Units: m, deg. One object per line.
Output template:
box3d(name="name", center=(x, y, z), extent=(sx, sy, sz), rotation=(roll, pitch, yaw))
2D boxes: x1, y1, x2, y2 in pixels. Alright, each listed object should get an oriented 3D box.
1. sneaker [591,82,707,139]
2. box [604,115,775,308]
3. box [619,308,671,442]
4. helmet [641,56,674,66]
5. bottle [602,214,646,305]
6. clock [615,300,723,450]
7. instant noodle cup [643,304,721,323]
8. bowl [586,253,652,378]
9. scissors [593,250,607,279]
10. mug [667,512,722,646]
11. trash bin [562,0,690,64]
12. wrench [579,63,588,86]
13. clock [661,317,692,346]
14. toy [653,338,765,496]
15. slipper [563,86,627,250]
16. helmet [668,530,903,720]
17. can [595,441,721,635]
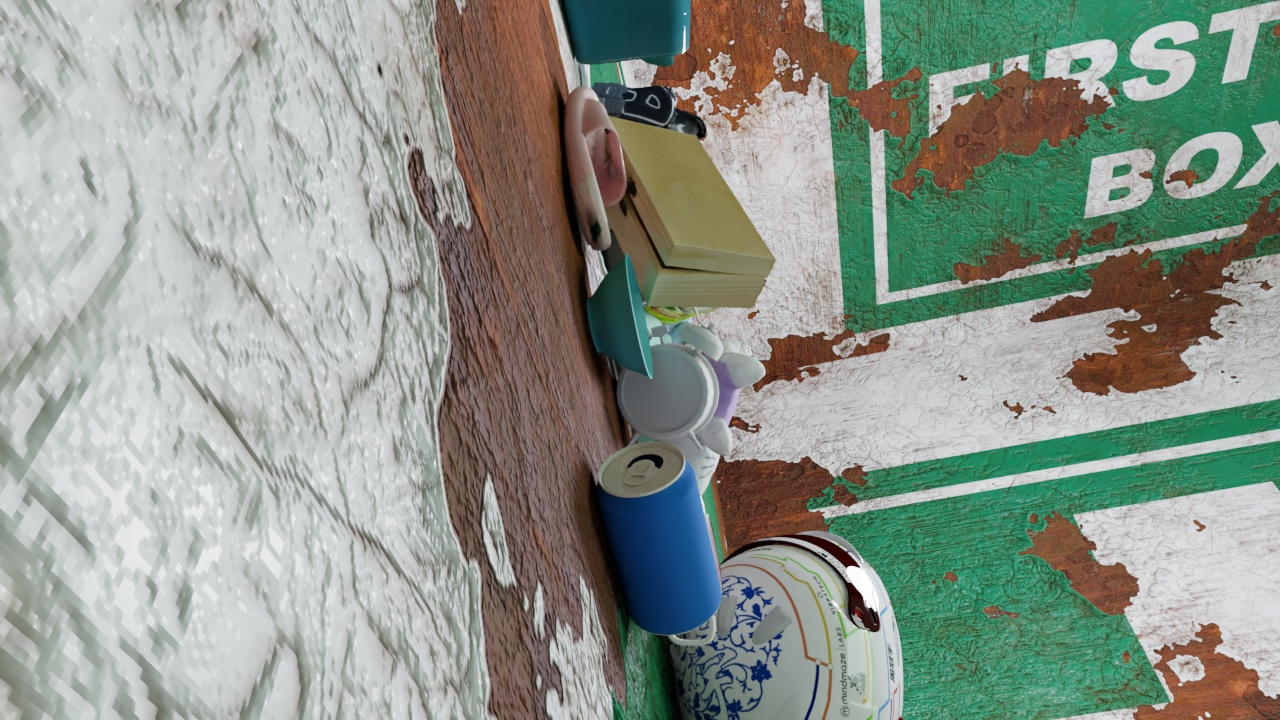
box3d(name="sneaker", center=(0.016, -0.278, 1.220), extent=(0.097, 0.151, 0.252), rotation=(73, 10, -55))
box3d(name="box", center=(0.039, -0.165, 0.997), extent=(0.248, 0.128, 0.092), rotation=(-112, -153, -43))
box3d(name="box", center=(-0.003, 0.007, 1.098), extent=(0.112, 0.078, 0.187), rotation=(45, 18, -22))
box3d(name="helmet", center=(0.000, -0.586, 1.450), extent=(0.176, 0.200, 0.274), rotation=(36, 8, 18))
box3d(name="bottle", center=(-0.013, -0.121, 1.085), extent=(0.060, 0.060, 0.108), rotation=(-87, 165, -69))
box3d(name="clock", center=(0.027, 0.013, 0.959), extent=(0.061, 0.120, 0.159), rotation=(9, 81, -79))
box3d(name="instant noodle cup", center=(0.055, -0.119, 1.166), extent=(0.098, 0.146, 0.146), rotation=(10, -66, 61))
box3d(name="bowl", center=(-0.023, -0.038, 0.876), extent=(0.121, 0.046, 0.121), rotation=(-9, 89, -85))
box3d(name="scissors", center=(-0.025, -0.061, 1.012), extent=(0.127, 0.014, 0.127), rotation=(60, 16, -53))
box3d(name="mug", center=(0.035, 0.200, 0.842), extent=(0.090, 0.076, 0.123), rotation=(58, 22, -75))
box3d(name="trash bin", center=(-0.022, -0.514, 1.169), extent=(0.196, 0.199, 0.219), rotation=(-93, 177, -54))
box3d(name="wrench", center=(-0.067, -0.315, 1.178), extent=(0.047, 0.009, 0.272), rotation=(73, 8, -51))
box3d(name="clock", center=(0.030, -0.050, 1.256), extent=(0.124, 0.089, 0.052), rotation=(-98, -179, -51))
box3d(name="toy", center=(0.066, 0.074, 1.065), extent=(0.209, 0.085, 0.137), rotation=(-63, -169, 13))
box3d(name="slipper", center=(-0.044, -0.196, 0.938), extent=(0.107, 0.056, 0.221), rotation=(77, 6, -45))
box3d(name="helmet", center=(0.148, 0.315, 0.978), extent=(0.236, 0.232, 0.313), rotation=(29, 44, -36))
box3d(name="can", center=(0.015, 0.144, 0.733), extent=(0.078, 0.079, 0.146), rotation=(-91, 169, -62))
